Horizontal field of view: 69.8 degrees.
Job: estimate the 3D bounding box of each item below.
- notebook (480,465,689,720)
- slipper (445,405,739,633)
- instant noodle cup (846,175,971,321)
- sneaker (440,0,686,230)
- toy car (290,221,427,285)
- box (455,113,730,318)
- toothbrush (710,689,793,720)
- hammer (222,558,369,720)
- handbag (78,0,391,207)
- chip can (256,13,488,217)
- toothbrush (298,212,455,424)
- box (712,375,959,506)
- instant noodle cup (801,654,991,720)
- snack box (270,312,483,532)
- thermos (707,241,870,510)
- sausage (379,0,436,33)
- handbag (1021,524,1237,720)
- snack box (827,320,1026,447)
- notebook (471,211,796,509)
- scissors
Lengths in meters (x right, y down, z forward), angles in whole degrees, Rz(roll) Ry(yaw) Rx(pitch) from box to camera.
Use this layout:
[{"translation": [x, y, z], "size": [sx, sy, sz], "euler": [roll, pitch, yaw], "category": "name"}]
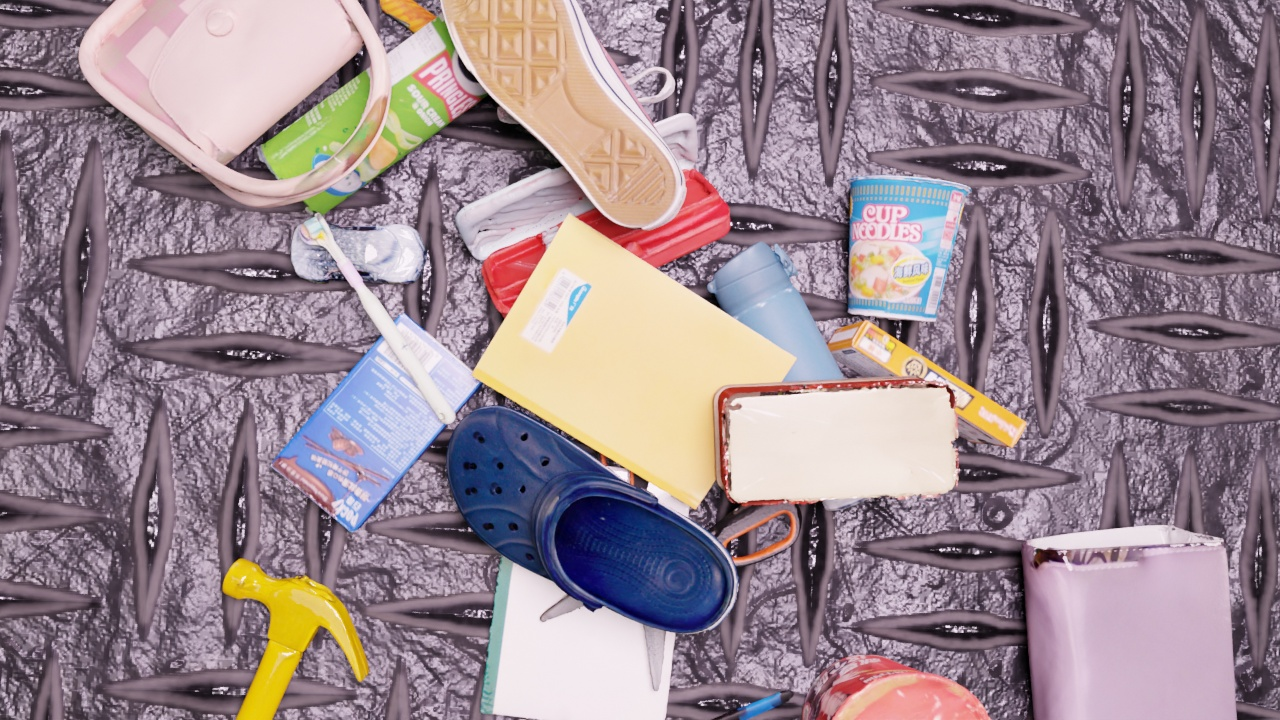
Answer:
[{"translation": [-0.042, 0.189, 0.746], "size": [0.150, 0.012, 0.209], "euler": [8, 86, -3], "category": "notebook"}, {"translation": [-0.046, 0.126, 0.684], "size": [0.253, 0.095, 0.105], "euler": [30, 89, 10], "category": "slipper"}, {"translation": [0.211, -0.088, 0.745], "size": [0.099, 0.099, 0.110], "euler": [5, 94, -5], "category": "instant noodle cup"}, {"translation": [-0.049, -0.196, 0.654], "size": [0.118, 0.087, 0.241], "euler": [-37, 93, 15], "category": "sneaker"}, {"translation": [-0.225, -0.086, 0.732], "size": [0.105, 0.031, 0.049], "euler": [1, 89, -7], "category": "toy car"}, {"translation": [-0.038, -0.119, 0.714], "size": [0.201, 0.100, 0.095], "euler": [-25, 47, -5], "category": "box"}, {"translation": [0.039, 0.308, 0.747], "size": [0.189, 0.016, 0.014], "euler": [-20, 94, -7], "category": "toothbrush"}, {"translation": [-0.312, 0.312, 0.706], "size": [0.129, 0.033, 0.300], "euler": [24, 85, -2], "category": "hammer"}, {"translation": [-0.270, -0.204, 0.664], "size": [0.193, 0.093, 0.234], "euler": [-43, 67, -4], "category": "handbag"}, {"translation": [-0.177, -0.205, 0.707], "size": [0.236, 0.072, 0.072], "euler": [-35, 91, 3], "category": "chip can"}, {"translation": [-0.201, -0.029, 0.709], "size": [0.029, 0.020, 0.189], "euler": [-32, 94, 30], "category": "toothbrush"}, {"translation": [0.141, 0.060, 0.668], "size": [0.168, 0.077, 0.091], "euler": [-3, 94, -1], "category": "box"}, {"translation": [0.190, 0.295, 0.713], "size": [0.138, 0.108, 0.138], "euler": [0, 88, -5], "category": "instant noodle cup"}, {"translation": [-0.207, 0.049, 0.730], "size": [0.084, 0.026, 0.157], "euler": [40, 85, -3], "category": "snack box"}, {"translation": [0.130, 0.011, 0.742], "size": [0.070, 0.070, 0.220], "euler": [-27, 90, -6], "category": "thermos"}, {"translation": [-0.147, -0.254, 0.751], "size": [0.165, 0.021, 0.021], "euler": [35, 85, -3], "category": "sausage"}, {"translation": [0.386, 0.239, 0.739], "size": [0.145, 0.098, 0.197], "euler": [-3, 89, -7], "category": "handbag"}, {"translation": [0.229, 0.020, 0.746], "size": [0.153, 0.075, 0.026], "euler": [32, 85, -3], "category": "snack box"}, {"translation": [-0.004, 0.004, 0.701], "size": [0.206, 0.010, 0.146], "euler": [31, 97, -8], "category": "notebook"}, {"translation": [0.021, 0.146, 0.738], "size": [0.221, 0.022, 0.233], "euler": [-9, 87, 1], "category": "scissors"}]
